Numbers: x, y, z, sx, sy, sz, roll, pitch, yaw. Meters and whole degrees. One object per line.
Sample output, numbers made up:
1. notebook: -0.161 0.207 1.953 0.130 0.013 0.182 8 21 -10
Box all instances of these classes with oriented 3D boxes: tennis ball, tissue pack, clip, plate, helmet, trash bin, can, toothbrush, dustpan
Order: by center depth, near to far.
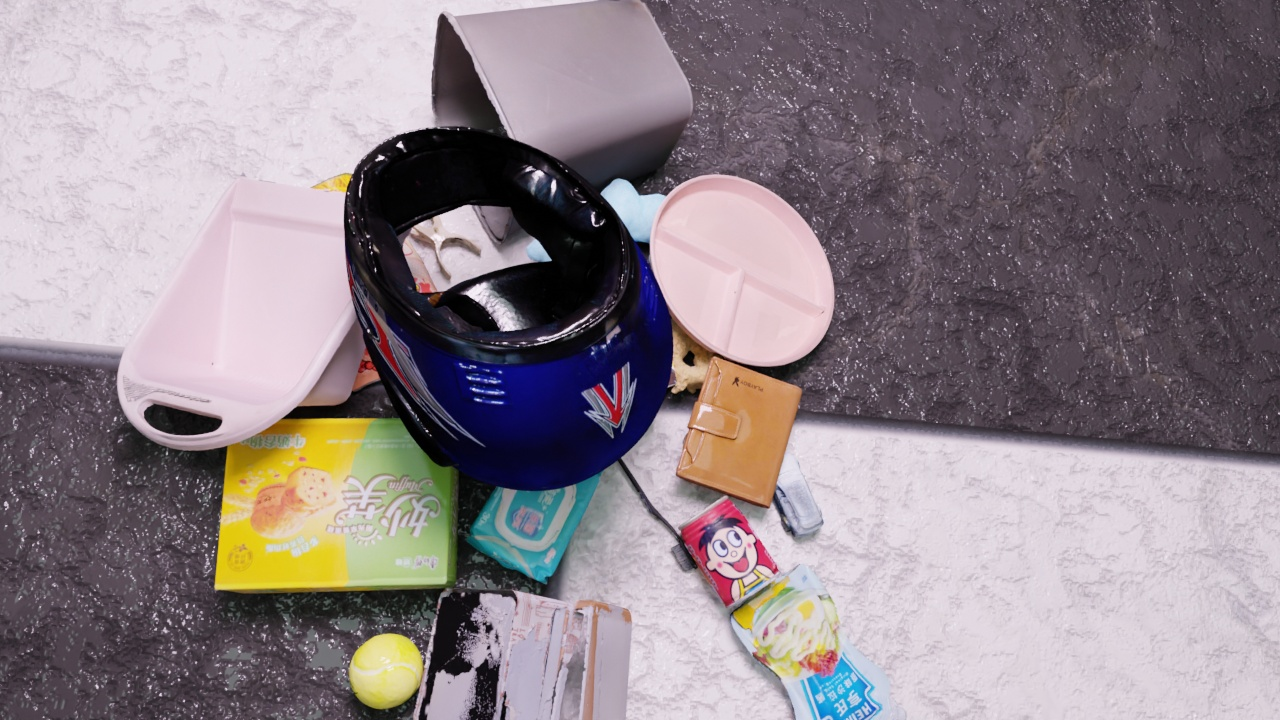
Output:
1. helmet: -0.116 -0.029 0.803 0.246 0.241 0.315 -32 59 -23
2. tennis ball: -0.231 0.282 0.834 0.065 0.066 0.065 3 72 -8
3. dustpan: -0.355 -0.053 0.845 0.223 0.138 0.273 8 87 18
4. tissue pack: -0.103 0.143 0.907 0.093 0.050 0.133 26 70 1
5. can: 0.087 0.189 0.912 0.066 0.067 0.094 -30 78 -17
6. toothbrush: 0.000 0.137 0.945 0.016 0.014 0.189 -35 80 -5
7. trash bin: -0.085 -0.267 0.980 0.219 0.199 0.199 -22 78 -23
8. clip: -0.222 -0.139 0.992 0.071 0.035 0.100 -43 87 -19
9. plate: 0.110 -0.097 1.002 0.229 0.028 0.229 10 65 -22

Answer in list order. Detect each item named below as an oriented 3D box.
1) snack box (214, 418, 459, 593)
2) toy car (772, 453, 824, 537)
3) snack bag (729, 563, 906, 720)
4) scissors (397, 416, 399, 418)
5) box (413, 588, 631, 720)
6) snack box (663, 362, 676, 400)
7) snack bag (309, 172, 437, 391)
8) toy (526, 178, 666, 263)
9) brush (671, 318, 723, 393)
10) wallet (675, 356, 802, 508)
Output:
1. snack box: -0.279 0.136 0.865 0.210 0.070 0.157 0 74 -5
2. toy car: 0.159 0.139 0.958 0.043 0.034 0.090 -20 74 -12
3. snack bag: 0.177 0.306 0.905 0.110 0.039 0.191 -28 79 -28
4. scissors: -0.250 0.096 0.921 0.156 0.012 0.165 32 73 2
5. box: -0.081 0.305 0.829 0.187 0.155 0.182 25 65 -39
6. snack box: -0.006 0.005 0.934 0.053 0.113 0.125 -8 74 -13
7. snack bag: -0.285 -0.084 0.955 0.128 0.073 0.208 -27 85 -16
8. toy: -0.042 -0.122 0.995 0.161 0.050 0.156 18 91 -26
9. brush: 0.059 -0.080 1.015 0.083 0.046 0.254 7 67 -7
10. wallet: 0.101 0.073 0.943 0.108 0.031 0.131 21 75 -7
